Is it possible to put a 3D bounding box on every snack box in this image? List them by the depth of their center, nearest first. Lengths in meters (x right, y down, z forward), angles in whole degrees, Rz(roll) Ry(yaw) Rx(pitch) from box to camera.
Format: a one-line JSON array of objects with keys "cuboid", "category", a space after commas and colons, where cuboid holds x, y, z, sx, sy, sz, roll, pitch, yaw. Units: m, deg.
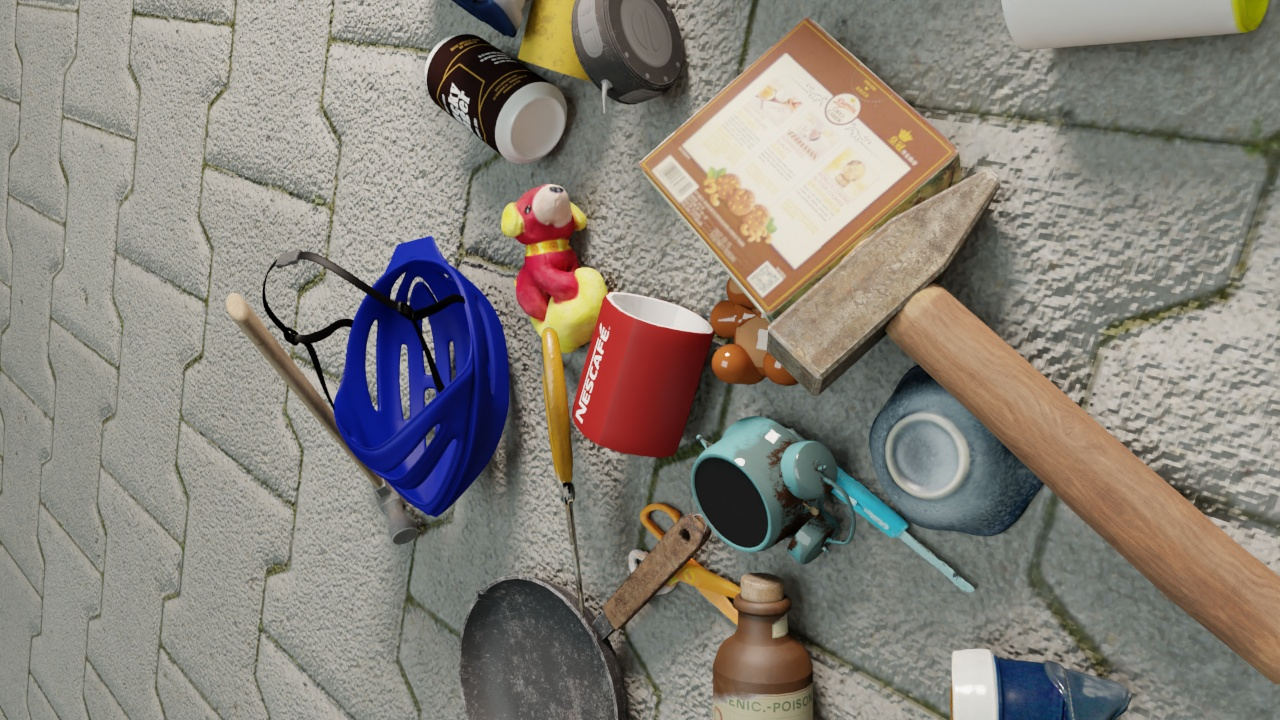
[{"cuboid": [0.097, -0.118, 0.577, 0.147, 0.041, 0.143, -41, 64, 7], "category": "snack box"}]

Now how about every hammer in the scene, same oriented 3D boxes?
[{"cuboid": [0.226, 0.039, 0.481, 0.157, 0.037, 0.301, -41, 72, -8], "category": "hammer"}, {"cuboid": [-0.285, 0.053, 0.824, 0.030, 0.332, 0.119, -29, 56, -8], "category": "hammer"}]

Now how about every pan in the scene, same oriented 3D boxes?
[{"cuboid": [-0.042, 0.232, 0.752, 0.358, 0.040, 0.207, -50, 61, 30], "category": "pan"}]

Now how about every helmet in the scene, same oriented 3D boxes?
[{"cuboid": [-0.212, 0.003, 0.768, 0.148, 0.227, 0.241, -9, 72, 27], "category": "helmet"}]

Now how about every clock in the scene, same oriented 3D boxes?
[{"cuboid": [0.088, 0.089, 0.611, 0.124, 0.053, 0.090, 17, 125, 46], "category": "clock"}, {"cuboid": [-0.013, -0.239, 0.670, 0.044, 0.091, 0.123, -11, 90, 41], "category": "clock"}]

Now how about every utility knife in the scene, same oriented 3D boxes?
[{"cuboid": [0.150, 0.094, 0.593, 0.158, 0.015, 0.022, 38, 139, 33], "category": "utility knife"}]

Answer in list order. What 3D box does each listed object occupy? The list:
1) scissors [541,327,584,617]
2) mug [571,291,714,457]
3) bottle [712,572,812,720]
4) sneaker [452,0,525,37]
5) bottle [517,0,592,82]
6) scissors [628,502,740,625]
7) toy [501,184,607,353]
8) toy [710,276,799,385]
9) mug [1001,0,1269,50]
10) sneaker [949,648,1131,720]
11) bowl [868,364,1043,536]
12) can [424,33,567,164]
[{"cuboid": [-0.061, 0.087, 0.729, 0.166, 0.016, 0.225, 178, 85, -82], "category": "scissors"}, {"cuboid": [-0.004, 0.004, 0.688, 0.116, 0.080, 0.097, -130, 53, -63], "category": "mug"}, {"cuboid": [0.083, 0.225, 0.623, 0.068, 0.067, 0.157, 1, 93, 41], "category": "bottle"}, {"cuboid": [-0.132, -0.360, 0.749, 0.132, 0.103, 0.269, -56, 34, 12], "category": "sneaker"}, {"cuboid": [-0.039, -0.305, 0.707, 0.071, 0.071, 0.164, 31, 111, 36], "category": "bottle"}, {"cuboid": [0.036, 0.171, 0.698, 0.133, 0.012, 0.084, 42, 119, 33], "category": "scissors"}, {"cuboid": [-0.072, -0.074, 0.758, 0.106, 0.067, 0.137, -8, 99, 44], "category": "toy"}, {"cuboid": [0.087, -0.047, 0.612, 0.095, 0.065, 0.127, 1, 87, 32], "category": "toy"}, {"cuboid": [0.245, -0.199, 0.453, 0.106, 0.082, 0.082, 9, 98, 42], "category": "mug"}, {"cuboid": [0.235, 0.307, 0.487, 0.127, 0.120, 0.294, -2, 88, 19], "category": "sneaker"}, {"cuboid": [0.178, 0.054, 0.541, 0.111, 0.055, 0.110, 3, 94, 40], "category": "bowl"}, {"cuboid": [-0.124, -0.224, 0.782, 0.128, 0.071, 0.072, 41, 117, 33], "category": "can"}]
